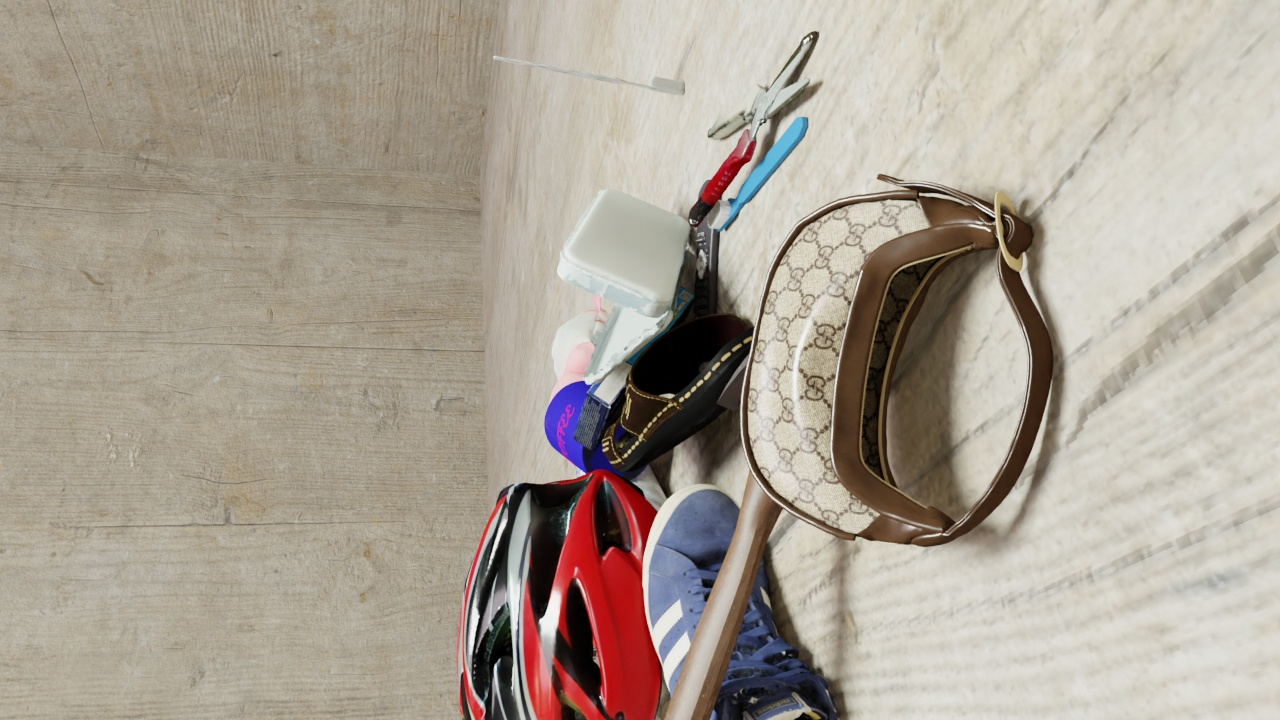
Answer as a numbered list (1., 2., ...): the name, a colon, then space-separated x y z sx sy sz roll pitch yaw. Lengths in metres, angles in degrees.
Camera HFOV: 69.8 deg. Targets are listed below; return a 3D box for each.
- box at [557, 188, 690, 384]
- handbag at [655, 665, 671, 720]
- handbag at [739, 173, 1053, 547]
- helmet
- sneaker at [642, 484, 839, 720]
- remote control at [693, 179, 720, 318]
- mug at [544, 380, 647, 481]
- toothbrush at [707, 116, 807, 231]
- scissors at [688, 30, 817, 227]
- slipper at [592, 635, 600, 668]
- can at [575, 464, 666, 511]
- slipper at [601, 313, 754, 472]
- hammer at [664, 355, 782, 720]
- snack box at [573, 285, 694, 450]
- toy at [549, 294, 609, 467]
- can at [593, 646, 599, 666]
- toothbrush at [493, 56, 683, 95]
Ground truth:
1. box: -0.019 -0.051 0.782 0.215 0.106 0.125 -69 -1 -63
2. handbag: 0.032 0.330 0.789 0.176 0.062 0.198 -146 50 -74
3. handbag: 0.117 0.000 0.416 0.138 0.063 0.166 14 93 47
4. helmet: -0.059 0.222 0.723 0.218 0.167 0.271 148 127 -70
5. sneaker: 0.060 0.178 0.579 0.119 0.091 0.232 114 153 -67
6. remote control: 0.055 -0.091 0.782 0.046 0.009 0.124 -166 77 -75
7. mug: -0.026 0.068 0.890 0.083 0.111 0.079 27 114 56
8. toothbrush: 0.082 -0.134 0.673 0.167 0.014 0.016 134 135 -69
9. scissors: 0.075 -0.168 0.677 0.179 0.015 0.188 -98 28 -60
10. slipper: -0.045 0.251 0.954 0.248 0.059 0.104 -91 4 -59
11. can: -0.020 0.135 0.923 0.136 0.078 0.078 -122 36 -65
12. slipper: 0.027 0.020 0.702 0.075 0.112 0.268 57 157 7
13. hammer: 0.051 0.128 0.519 0.115 0.033 0.322 5 74 66
14. snack box: -0.005 0.005 0.811 0.149 0.027 0.082 -53 -10 -35
15. toy: -0.062 0.020 1.056 0.212 0.084 0.142 -89 1 -49
16. can: -0.042 0.328 0.981 0.135 0.054 0.054 -79 -5 -71
17. toothbrush: -0.045 -0.266 0.844 0.010 0.181 0.010 160 113 -70
